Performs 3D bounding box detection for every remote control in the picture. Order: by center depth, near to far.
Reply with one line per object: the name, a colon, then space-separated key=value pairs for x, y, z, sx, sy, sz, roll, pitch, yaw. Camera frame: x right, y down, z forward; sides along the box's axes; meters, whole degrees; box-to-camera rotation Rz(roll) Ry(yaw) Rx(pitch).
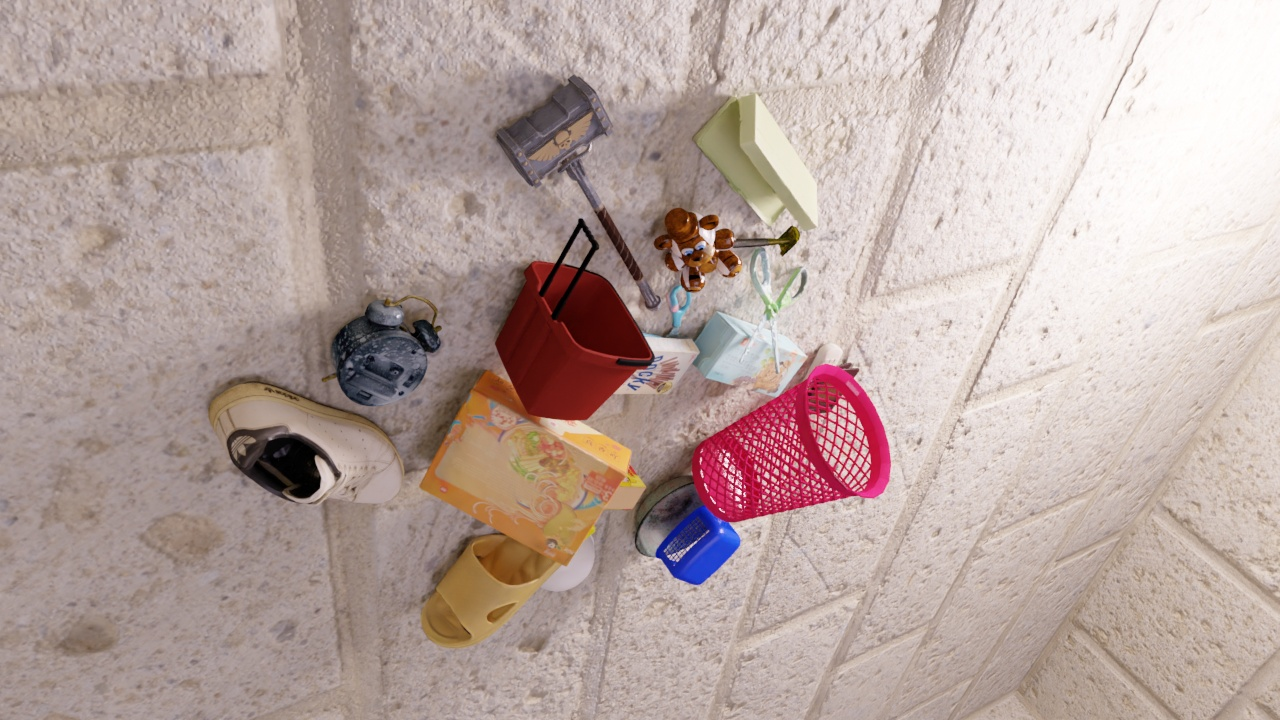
remote control: x=0.263 y=0.029 z=1.376 sx=0.038 sy=0.018 sz=0.126 roll=-2 pitch=129 yaw=-36

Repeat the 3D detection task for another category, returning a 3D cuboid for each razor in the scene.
razor: x=0.138 y=-0.143 z=1.113 sx=0.105 sy=0.026 sz=0.043 roll=-5 pitch=165 yaw=-21

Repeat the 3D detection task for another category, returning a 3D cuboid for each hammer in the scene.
hammer: x=-0.035 y=-0.146 z=0.969 sx=0.098 sy=0.044 sz=0.322 roll=-37 pitch=142 yaw=-3

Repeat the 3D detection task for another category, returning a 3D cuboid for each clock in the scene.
clock: x=-0.253 y=-0.011 z=0.918 sx=0.129 sy=0.052 sz=0.090 roll=-46 pitch=140 yaw=9

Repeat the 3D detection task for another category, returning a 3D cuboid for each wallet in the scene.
wallet: x=0.280 y=0.044 z=1.376 sx=0.115 sy=0.018 sz=0.092 roll=-6 pitch=131 yaw=-56

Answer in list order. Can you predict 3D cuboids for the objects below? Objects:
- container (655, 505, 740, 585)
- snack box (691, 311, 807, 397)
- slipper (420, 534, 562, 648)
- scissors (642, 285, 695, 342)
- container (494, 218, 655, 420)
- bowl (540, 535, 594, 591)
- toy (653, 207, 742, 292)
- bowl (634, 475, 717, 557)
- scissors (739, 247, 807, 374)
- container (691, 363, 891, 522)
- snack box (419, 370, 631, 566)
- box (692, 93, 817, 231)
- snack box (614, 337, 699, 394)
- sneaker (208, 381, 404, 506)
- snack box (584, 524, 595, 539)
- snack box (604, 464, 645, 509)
container: x=0.091 y=0.283 z=1.386 sx=0.114 sy=0.058 sz=0.096 roll=-46 pitch=140 yaw=8
snack box: x=0.143 y=-0.006 z=1.222 sx=0.174 sy=0.053 sz=0.075 roll=15 pitch=115 yaw=-48
slipper: x=-0.183 y=0.274 z=1.200 sx=0.263 sy=0.099 sz=0.078 roll=-41 pitch=150 yaw=-5
scissors: x=0.027 y=-0.032 z=1.144 sx=0.125 sy=0.015 sz=0.136 roll=-25 pitch=136 yaw=-18
container: x=-0.058 y=-0.046 z=0.961 sx=0.126 sy=0.148 sz=0.201 roll=8 pitch=130 yaw=-43
bowl: x=-0.107 y=0.300 z=1.327 sx=0.109 sy=0.040 sz=0.110 roll=-21 pitch=137 yaw=-21
toy: x=0.062 y=-0.131 z=1.039 sx=0.087 sy=0.067 sz=0.112 roll=-22 pitch=156 yaw=16
bowl: x=0.052 y=0.228 z=1.383 sx=0.157 sy=0.038 sz=0.158 roll=-21 pitch=137 yaw=-21
scissors: x=0.163 y=-0.066 z=1.169 sx=0.171 sy=0.023 sz=0.168 roll=-55 pitch=135 yaw=-26
container: x=0.195 y=0.132 z=1.260 sx=0.183 sy=0.183 sz=0.226 roll=13 pitch=149 yaw=-43
snack box: x=-0.128 y=0.120 z=1.050 sx=0.195 sy=0.080 sz=0.145 roll=30 pitch=112 yaw=-5
box: x=0.144 y=-0.219 z=1.029 sx=0.188 sy=0.089 sz=0.077 roll=36 pitch=71 yaw=-49
snack box: x=-0.007 y=0.007 z=1.133 sx=0.149 sy=0.026 sz=0.082 roll=2 pitch=135 yaw=-37
sneaker: x=-0.322 y=0.107 z=0.936 sx=0.089 sy=0.102 sz=0.241 roll=-44 pitch=141 yaw=5
snack box: x=-0.132 y=0.265 z=1.272 sx=0.148 sy=0.029 sz=0.040 roll=-40 pitch=102 yaw=0
snack box: x=-0.070 y=0.146 z=1.175 sx=0.125 sy=0.088 sz=0.040 roll=9 pitch=121 yaw=-42
